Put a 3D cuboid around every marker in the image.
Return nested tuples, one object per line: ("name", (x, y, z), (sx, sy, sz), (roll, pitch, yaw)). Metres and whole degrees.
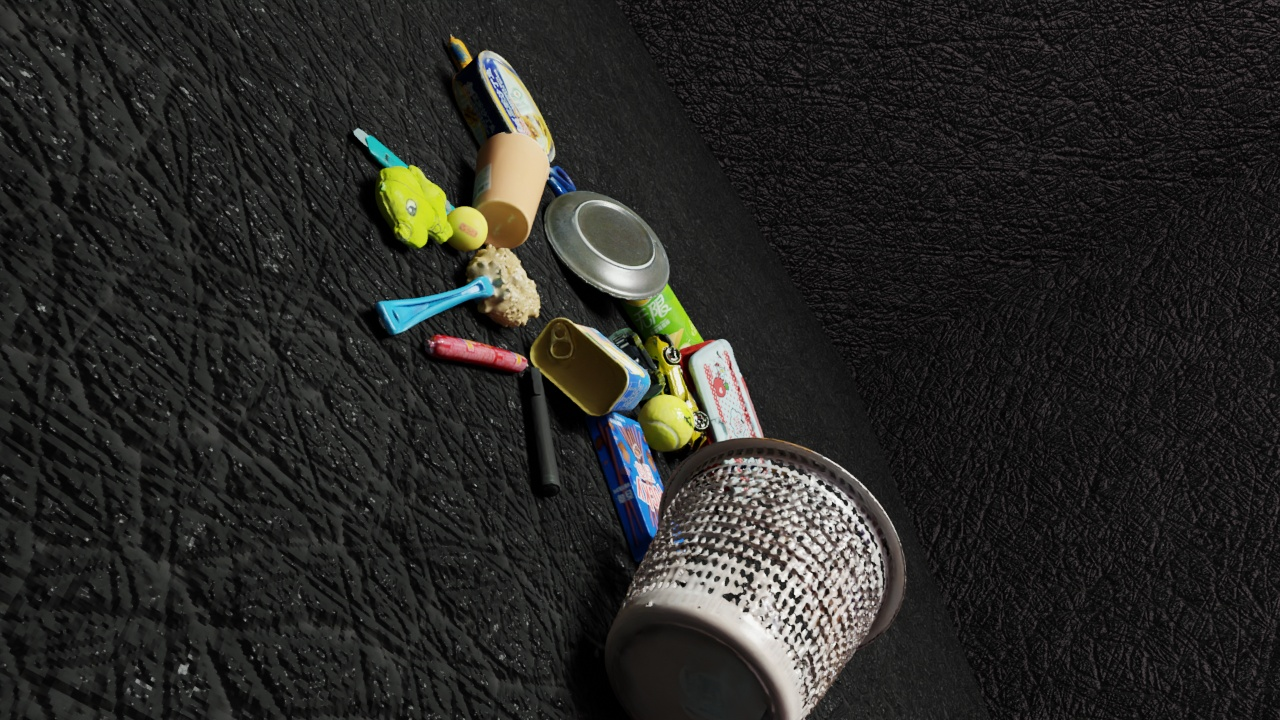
("marker", (-0.086, 0.060, 0.794), (0.020, 0.022, 0.131), (9, 44, -23))

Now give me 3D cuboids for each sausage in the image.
("sausage", (-0.134, -0.005, 0.763), (0.020, 0.020, 0.155), (66, 16, 15))
("sausage", (-0.192, -0.319, 1.100), (0.165, 0.021, 0.021), (62, 16, 3))

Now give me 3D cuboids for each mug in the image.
("mug", (-0.137, -0.171, 0.937), (0.078, 0.078, 0.122), (51, 24, -33))

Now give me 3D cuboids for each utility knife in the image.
("utility knife", (-0.199, -0.156, 0.824), (0.164, 0.013, 0.029), (41, 26, -50))

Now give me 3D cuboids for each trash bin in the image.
("trash bin", (0.079, 0.204, 0.736), (0.227, 0.228, 0.191), (59, 36, -8))

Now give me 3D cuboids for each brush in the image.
("brush", (-0.150, -0.052, 0.769), (0.083, 0.046, 0.254), (65, 20, -3))

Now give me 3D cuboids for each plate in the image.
("plate", (-0.036, -0.151, 1.144), (0.179, 0.024, 0.179), (21, 43, -21))

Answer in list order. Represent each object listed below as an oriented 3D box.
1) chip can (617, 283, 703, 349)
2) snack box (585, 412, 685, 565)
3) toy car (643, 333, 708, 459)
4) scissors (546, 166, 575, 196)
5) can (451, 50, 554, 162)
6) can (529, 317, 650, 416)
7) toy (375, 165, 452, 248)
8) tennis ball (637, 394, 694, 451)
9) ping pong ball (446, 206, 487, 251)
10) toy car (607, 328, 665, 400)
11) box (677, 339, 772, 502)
("chip can", (0.027, -0.056, 1.242), (0.221, 0.073, 0.072), (57, 17, -16))
("snack box", (-0.003, 0.127, 0.925), (0.084, 0.026, 0.157), (29, 36, -61))
("toy car", (0.034, 0.043, 1.114), (0.041, 0.071, 0.155), (-14, 77, -29))
("scissors", (-0.122, -0.240, 1.202), (0.141, 0.012, 0.170), (61, 17, 1))
("can", (-0.156, -0.278, 1.053), (0.074, 0.049, 0.148), (-29, 91, -53))
("can", (-0.046, 0.008, 0.897), (0.102, 0.057, 0.083), (40, 9, 15))
("toy", (-0.192, -0.131, 0.770), (0.100, 0.031, 0.096), (36, 34, -63))
("tennis ball", (0.029, 0.071, 1.046), (0.065, 0.066, 0.065), (53, 18, -26))
("ping pong ball", (-0.159, -0.119, 0.833), (0.040, 0.040, 0.040), (53, 18, -26))
("toy car", (-0.006, 0.006, 1.084), (0.091, 0.043, 0.036), (59, -8, 18))
("box", (0.099, 0.079, 1.148), (0.098, 0.095, 0.201), (-55, 127, -72))
